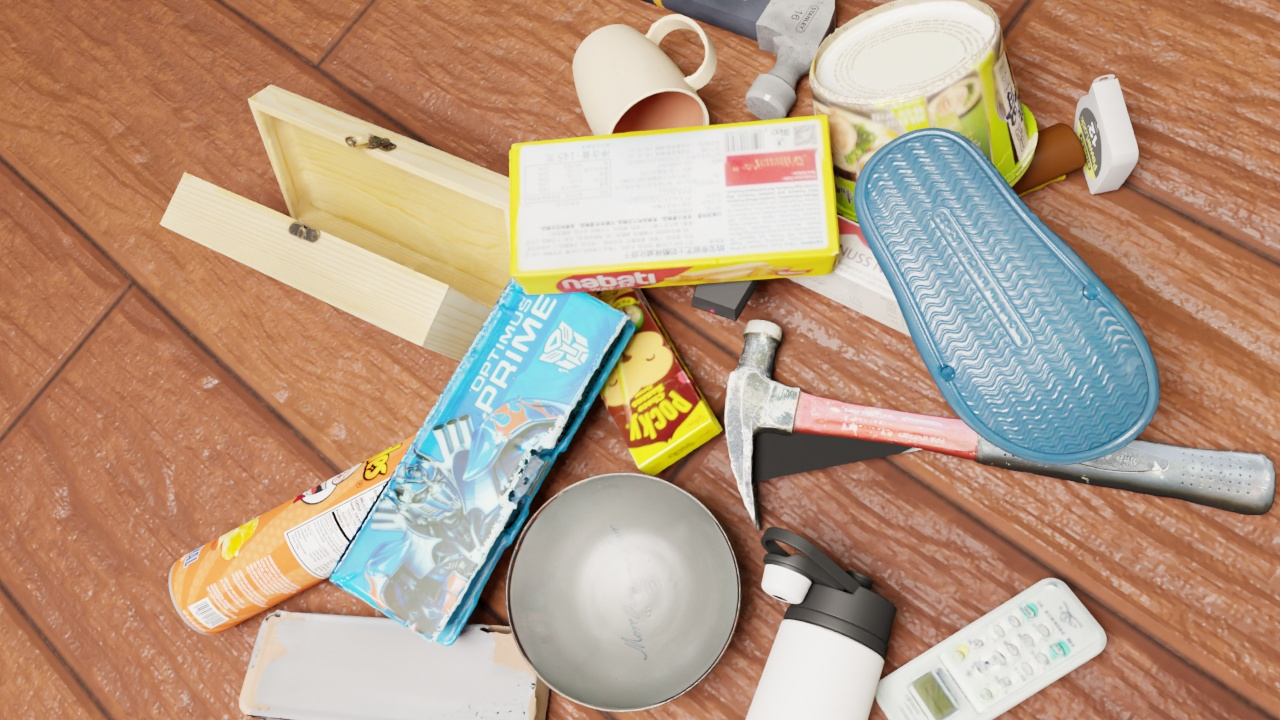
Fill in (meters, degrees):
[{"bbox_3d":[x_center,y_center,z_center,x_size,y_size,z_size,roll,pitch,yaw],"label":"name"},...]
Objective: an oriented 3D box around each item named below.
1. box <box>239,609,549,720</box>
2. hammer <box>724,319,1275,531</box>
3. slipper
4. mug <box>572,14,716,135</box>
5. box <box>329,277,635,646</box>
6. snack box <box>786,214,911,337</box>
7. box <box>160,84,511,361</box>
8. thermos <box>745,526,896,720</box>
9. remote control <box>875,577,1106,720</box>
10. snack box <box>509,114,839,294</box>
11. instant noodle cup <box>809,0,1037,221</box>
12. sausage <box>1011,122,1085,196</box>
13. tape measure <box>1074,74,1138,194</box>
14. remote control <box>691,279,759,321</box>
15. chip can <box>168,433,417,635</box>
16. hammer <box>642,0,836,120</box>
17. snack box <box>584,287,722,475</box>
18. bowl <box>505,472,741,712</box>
[{"bbox_3d":[-0.168,0.251,0.617,0.217,0.063,0.157,0,83,14],"label":"box"},{"bbox_3d":[0.212,0.060,0.582,0.326,0.036,0.140,8,73,16],"label":"hammer"},{"bbox_3d":[0.198,-0.035,0.524,0.104,0.059,0.213,-36,80,13],"label":"slipper"},{"bbox_3d":[0.005,-0.209,0.692,0.112,0.085,0.104,-40,55,18],"label":"mug"},{"bbox_3d":[-0.099,0.056,0.594,0.091,0.066,0.243,30,81,-4],"label":"box"},{"bbox_3d":[0.135,-0.069,0.622,0.273,0.076,0.044,28,85,22],"label":"snack box"},{"bbox_3d":[-0.201,-0.089,0.688,0.249,0.141,0.148,24,76,20],"label":"box"},{"bbox_3d":[0.075,0.222,0.524,0.101,0.069,0.229,31,69,-18],"label":"thermos"},{"bbox_3d":[0.207,0.183,0.547,0.133,0.022,0.050,-33,56,2],"label":"remote control"},{"bbox_3d":[0.019,-0.095,0.576,0.201,0.042,0.092,-4,77,6],"label":"snack box"},{"bbox_3d":[0.180,-0.167,0.603,0.146,0.098,0.146,-15,44,14],"label":"instant noodle cup"},{"bbox_3d":[0.228,-0.117,0.634,0.156,0.040,0.040,-23,68,6],"label":"sausage"},{"bbox_3d":[0.307,-0.148,0.608,0.017,0.065,0.064,-9,72,11],"label":"tape measure"},{"bbox_3d":[0.071,-0.088,0.599,0.039,0.010,0.124,20,82,20],"label":"remote control"},{"bbox_3d":[-0.228,0.123,0.660,0.210,0.062,0.062,-27,68,5],"label":"chip can"},{"bbox_3d":[0.013,-0.307,0.754,0.313,0.035,0.139,28,79,21],"label":"hammer"},{"bbox_3d":[-0.004,0.004,0.648,0.061,0.025,0.149,-34,60,9],"label":"snack box"},{"bbox_3d":[-0.007,0.150,0.596,0.151,0.057,0.150,-5,71,13],"label":"bowl"}]
